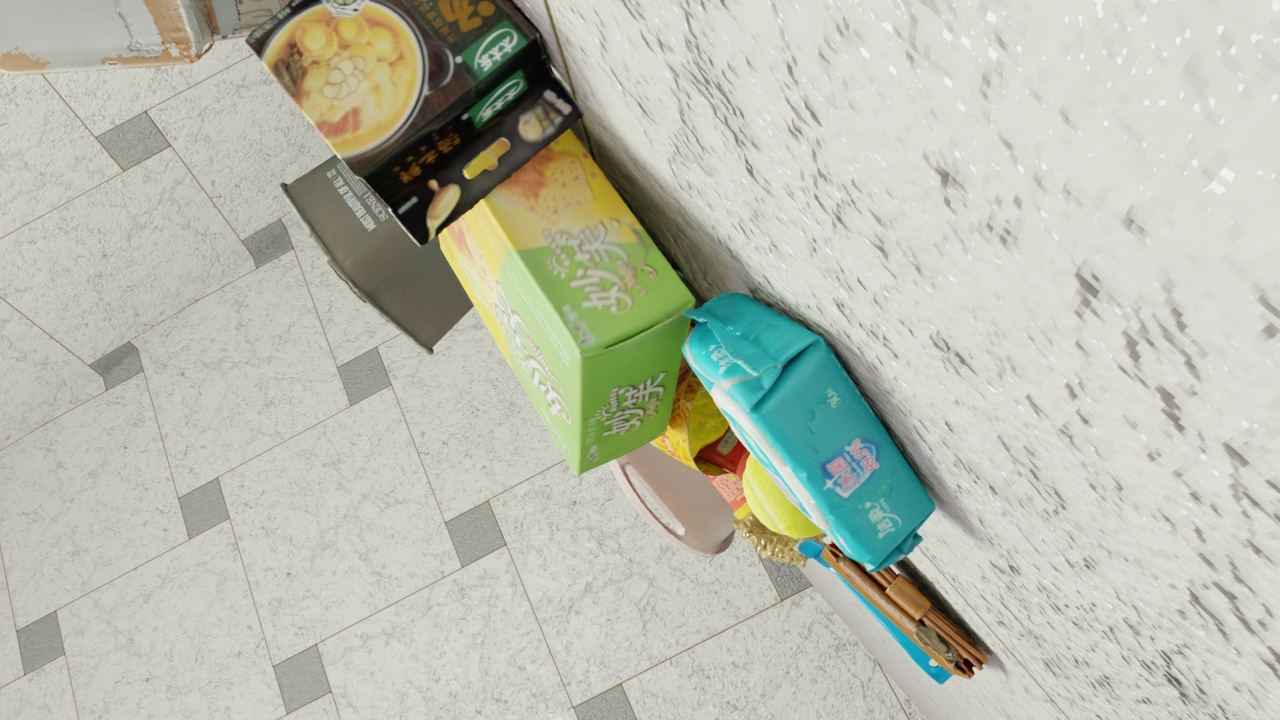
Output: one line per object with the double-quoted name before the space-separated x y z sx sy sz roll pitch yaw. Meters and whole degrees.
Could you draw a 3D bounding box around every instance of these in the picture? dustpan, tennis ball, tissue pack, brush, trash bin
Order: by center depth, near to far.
"tissue pack" 0.075 0.030 0.436 0.133 0.050 0.093 52 178 -24
"tennis ball" 0.093 0.071 0.538 0.065 0.065 0.065 50 178 3
"brush" 0.192 0.206 0.860 0.254 0.083 0.045 43 -167 10
"dustpan" 0.035 0.090 0.987 0.222 0.139 0.273 50 177 -5
"trash bin" -0.229 -0.162 1.003 0.199 0.219 0.198 49 178 27

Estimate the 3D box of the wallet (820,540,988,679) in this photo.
"wallet" 0.190 0.178 0.677 0.132 0.031 0.108 41 175 18

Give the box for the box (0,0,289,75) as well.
"box" -0.299 -0.259 0.500 0.155 0.187 0.183 -133 33 -50

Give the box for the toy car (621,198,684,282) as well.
"toy car" -0.006 -0.071 0.592 0.090 0.034 0.043 49 174 -14

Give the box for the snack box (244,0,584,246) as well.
"snack box" -0.113 -0.144 0.464 0.125 0.113 0.053 49 177 13

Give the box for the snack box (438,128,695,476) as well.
"snack box" -0.057 -0.055 0.551 0.210 0.070 0.158 57 161 24

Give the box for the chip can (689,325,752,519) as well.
"chip can" 0.037 0.022 0.729 0.216 0.073 0.073 49 177 10

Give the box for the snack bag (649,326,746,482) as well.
"snack bag" -0.004 0.004 0.660 0.208 0.073 0.129 27 136 46
